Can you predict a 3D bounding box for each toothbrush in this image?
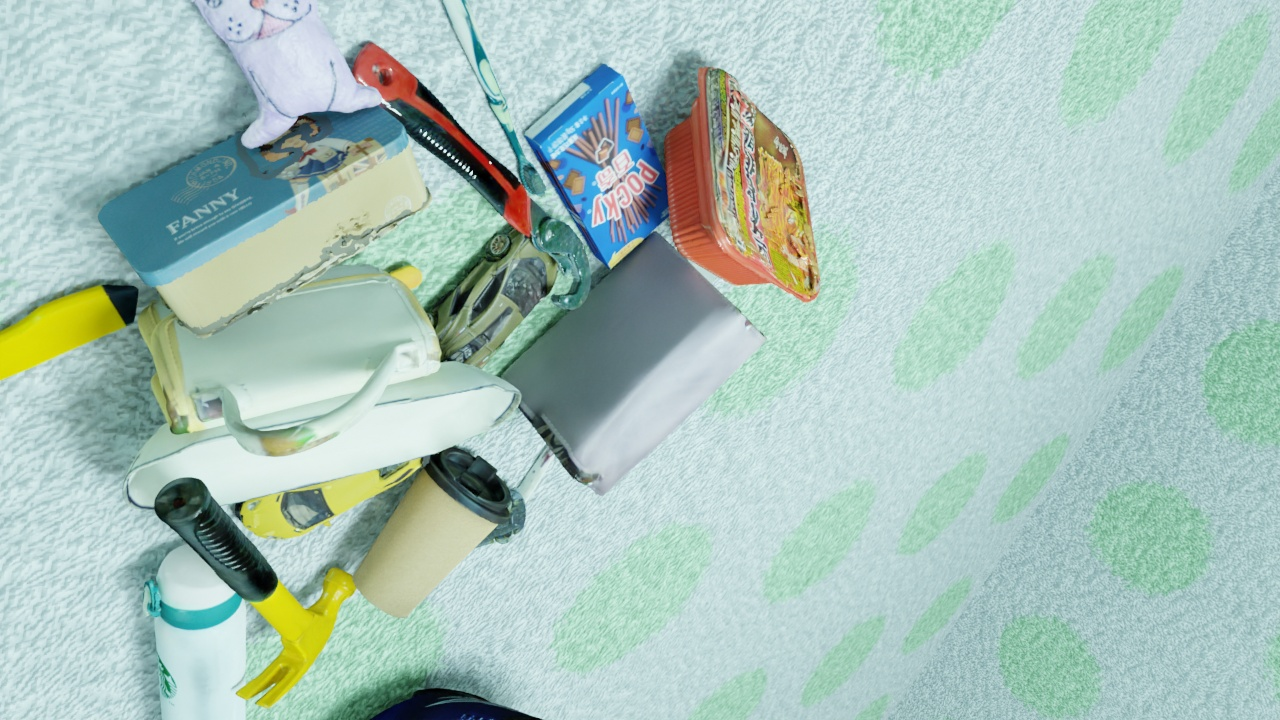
[{"bbox_3d":[-0.080,0.081,0.919,0.188,0.016,0.017,-56,154,11],"label":"toothbrush"},{"bbox_3d":[-0.100,-0.184,0.642,0.016,0.018,0.192,-38,144,-13],"label":"toothbrush"}]

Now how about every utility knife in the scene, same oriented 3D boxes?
[{"bbox_3d":[-0.375,-0.003,0.528,0.173,0.015,0.033,-29,135,-23],"label":"utility knife"}]

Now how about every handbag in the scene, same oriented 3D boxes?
[{"bbox_3d":[-0.005,0.005,0.798,0.197,0.145,0.098,-44,133,3],"label":"handbag"},{"bbox_3d":[-0.206,-0.003,0.560,0.163,0.179,0.063,-15,120,-30],"label":"handbag"}]

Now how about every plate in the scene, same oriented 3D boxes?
[{"bbox_3d":[-0.215,0.048,0.640,0.265,0.034,0.162,-12,163,-28],"label":"plate"}]

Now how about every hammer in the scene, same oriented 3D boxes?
[{"bbox_3d":[-0.283,0.167,0.680,0.301,0.033,0.128,93,18,-56],"label":"hammer"}]

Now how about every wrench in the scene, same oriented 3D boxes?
[{"bbox_3d":[-0.109,-0.125,0.667,0.273,0.016,0.056,47,59,-48],"label":"wrench"}]

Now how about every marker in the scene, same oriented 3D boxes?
[{"bbox_3d":[-0.216,-0.038,0.663,0.123,0.015,0.018,-29,120,-21],"label":"marker"}]

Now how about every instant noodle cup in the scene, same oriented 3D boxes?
[{"bbox_3d":[0.084,-0.138,0.782,0.079,0.164,0.188,-15,159,32],"label":"instant noodle cup"}]

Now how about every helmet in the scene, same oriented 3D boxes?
[{"bbox_3d":[-0.201,0.491,0.982,0.241,0.246,0.315,-13,144,25],"label":"helmet"}]

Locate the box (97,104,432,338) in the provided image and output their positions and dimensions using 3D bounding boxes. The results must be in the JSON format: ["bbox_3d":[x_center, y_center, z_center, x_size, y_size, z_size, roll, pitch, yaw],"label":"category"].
[{"bbox_3d":[-0.222,-0.089,0.543,0.184,0.090,0.062,-37,144,-23],"label":"box"}]

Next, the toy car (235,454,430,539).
[{"bbox_3d":[-0.244,0.095,0.738,0.155,0.041,0.071,-28,139,-22],"label":"toy car"}]

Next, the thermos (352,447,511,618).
[{"bbox_3d":[-0.183,0.150,0.805,0.143,0.093,0.093,-52,145,1],"label":"thermos"}]

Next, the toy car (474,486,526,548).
[{"bbox_3d":[-0.167,0.158,0.883,0.120,0.036,0.054,-16,136,-22],"label":"toy car"}]

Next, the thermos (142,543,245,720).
[{"bbox_3d":[-0.355,0.242,0.738,0.073,0.073,0.225,-14,132,-38],"label":"thermos"}]

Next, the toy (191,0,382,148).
[{"bbox_3d":[-0.205,-0.179,0.511,0.083,0.039,0.108,-27,127,-12],"label":"toy"}]

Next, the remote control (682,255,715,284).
[{"bbox_3d":[0.028,-0.035,0.893,0.056,0.019,0.135,23,92,-54],"label":"remote control"}]

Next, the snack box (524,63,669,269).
[{"bbox_3d":[-0.026,-0.151,0.743,0.084,0.026,0.157,-43,144,-8],"label":"snack box"}]

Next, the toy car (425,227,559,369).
[{"bbox_3d":[-0.122,-0.043,0.736,0.158,0.042,0.070,-50,145,-2],"label":"toy car"}]
